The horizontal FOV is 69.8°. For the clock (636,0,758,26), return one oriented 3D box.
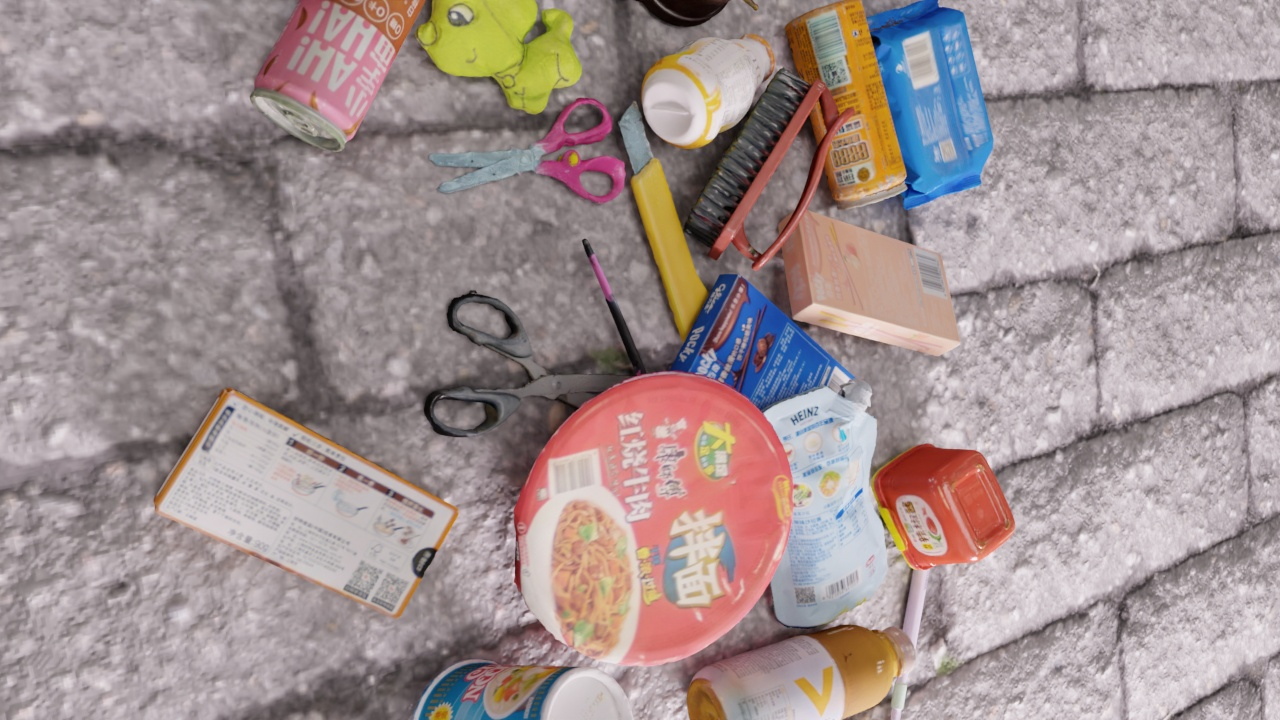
[{"bbox_3d":[0.026,-0.276,0.617,0.121,0.055,0.082,4,90,-28],"label":"clock"}]

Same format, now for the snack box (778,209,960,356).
[{"bbox_3d":[0.179,-0.059,0.711,0.157,0.026,0.084,11,61,-29],"label":"snack box"}]

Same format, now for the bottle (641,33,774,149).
[{"bbox_3d":[0.050,-0.191,0.631,0.108,0.063,0.063,-41,111,-37],"label":"bottle"}]

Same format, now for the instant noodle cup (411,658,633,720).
[{"bbox_3d":[-0.064,0.222,0.541,0.099,0.110,0.099,24,55,-40],"label":"instant noodle cup"}]

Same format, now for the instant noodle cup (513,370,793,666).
[{"bbox_3d":[0.002,0.097,0.606,0.193,0.066,0.194,-4,101,-23],"label":"instant noodle cup"}]

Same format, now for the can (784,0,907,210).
[{"bbox_3d":[0.156,-0.192,0.691,0.058,0.058,0.146,-25,104,-26],"label":"can"}]

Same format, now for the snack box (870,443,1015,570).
[{"bbox_3d":[0.246,0.116,0.736,0.081,0.080,0.091,-28,93,-26],"label":"snack box"}]

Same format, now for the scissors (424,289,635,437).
[{"bbox_3d":[-0.064,0.016,0.607,0.170,0.014,0.159,-36,112,-24],"label":"scissors"}]

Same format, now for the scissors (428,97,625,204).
[{"bbox_3d":[-0.073,-0.140,0.593,0.137,0.017,0.077,-4,95,-25],"label":"scissors"}]

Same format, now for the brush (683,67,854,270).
[{"bbox_3d":[0.094,-0.136,0.647,0.069,0.063,0.145,32,80,0],"label":"brush"}]

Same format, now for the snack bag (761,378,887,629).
[{"bbox_3d":[0.135,0.106,0.683,0.110,0.039,0.191,-18,115,-13],"label":"snack bag"}]

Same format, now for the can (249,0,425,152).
[{"bbox_3d":[-0.159,-0.195,0.516,0.058,0.058,0.147,29,79,-27],"label":"can"}]

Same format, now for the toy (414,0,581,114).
[{"bbox_3d":[-0.086,-0.202,0.572,0.096,0.031,0.100,-45,116,-20],"label":"toy"}]

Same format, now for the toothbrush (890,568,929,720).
[{"bbox_3d":[0.229,0.238,0.774,0.029,0.021,0.189,14,83,-40],"label":"toothbrush"}]

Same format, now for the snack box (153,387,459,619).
[{"bbox_3d":[-0.188,0.085,0.531,0.153,0.026,0.075,34,77,-25],"label":"snack box"}]

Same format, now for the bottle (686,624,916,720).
[{"bbox_3d":[0.127,0.242,0.690,0.189,0.068,0.068,-7,96,-29],"label":"bottle"}]

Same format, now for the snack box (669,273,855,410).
[{"bbox_3d":[0.095,0.013,0.677,0.157,0.026,0.084,37,74,-33],"label":"snack box"}]

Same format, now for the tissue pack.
[{"bbox_3d":[0.224,-0.203,0.732,0.094,0.052,0.157,-24,104,-24],"label":"tissue pack"}]

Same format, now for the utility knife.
[{"bbox_3d":[0.020,-0.085,0.643,0.033,0.015,0.193,-27,108,-28],"label":"utility knife"}]

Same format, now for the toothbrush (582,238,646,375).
[{"bbox_3d":[-0.004,0.004,0.630,0.017,0.014,0.189,-30,110,-18],"label":"toothbrush"}]
